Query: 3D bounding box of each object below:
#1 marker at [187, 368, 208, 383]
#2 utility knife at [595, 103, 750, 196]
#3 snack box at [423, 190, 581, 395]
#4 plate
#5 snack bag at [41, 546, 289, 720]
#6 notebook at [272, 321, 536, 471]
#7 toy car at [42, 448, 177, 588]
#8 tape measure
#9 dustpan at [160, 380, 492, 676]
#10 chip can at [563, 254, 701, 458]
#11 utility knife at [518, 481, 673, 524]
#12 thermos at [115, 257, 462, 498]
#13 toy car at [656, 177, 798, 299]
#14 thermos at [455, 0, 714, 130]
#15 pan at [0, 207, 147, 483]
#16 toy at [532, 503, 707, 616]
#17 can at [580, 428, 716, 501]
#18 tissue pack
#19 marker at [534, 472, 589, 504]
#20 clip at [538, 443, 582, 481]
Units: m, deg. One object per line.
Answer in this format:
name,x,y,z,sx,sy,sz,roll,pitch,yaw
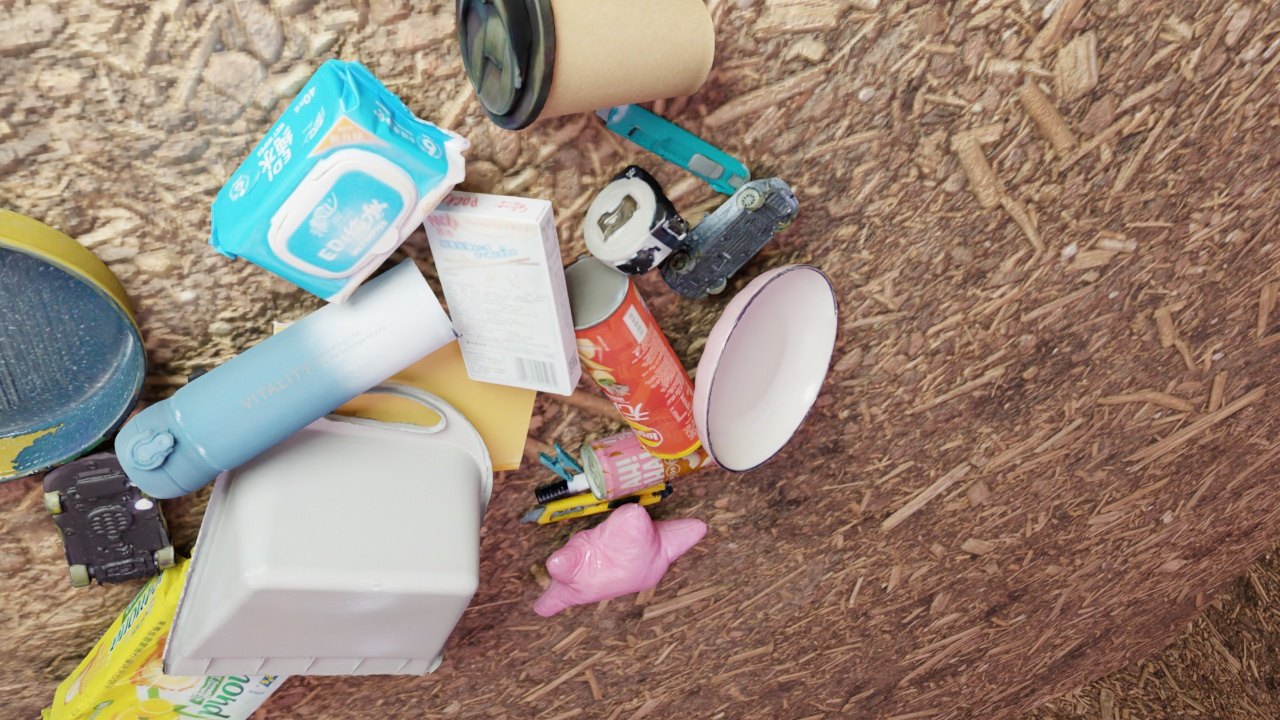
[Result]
marker,-0.292,0.047,0.668,0.018,0.015,0.124,-26,141,-9
utility knife,0.029,-0.148,0.650,0.160,0.013,0.029,17,123,-42
snack box,-0.092,-0.043,0.632,0.085,0.026,0.157,9,135,16
plate,0.105,0.004,0.805,0.191,0.039,0.193,-28,130,-39
snack bag,-0.385,0.251,0.795,0.247,0.068,0.158,-44,139,18
notebook,-0.176,0.034,0.704,0.206,0.010,0.146,-3,123,-30
toy car,-0.381,0.113,0.663,0.070,0.042,0.158,-8,138,-25
tape measure,-0.006,-0.095,0.646,0.066,0.065,0.033,-44,142,16
dustpan,-0.230,0.140,0.719,0.222,0.142,0.259,10,143,-29
chip can,-0.004,0.004,0.753,0.073,0.073,0.217,-31,142,2
utility knife,-0.042,0.147,0.934,0.173,0.015,0.033,-8,135,-24
thermos,-0.229,0.013,0.603,0.220,0.070,0.070,-32,143,-10
toy car,0.067,-0.096,0.712,0.121,0.036,0.054,-40,143,20
thermos,-0.031,-0.181,0.522,0.143,0.093,0.093,-12,140,-32
pan,-0.374,-0.048,0.458,0.197,0.078,0.358,-10,138,-23
toy,-0.016,0.201,0.964,0.194,0.074,0.179,-11,144,-27
can,0.021,0.086,0.871,0.147,0.058,0.058,-16,140,-16
tissue pack,-0.175,-0.100,0.535,0.140,0.063,0.090,-42,140,16
marker,-0.040,0.113,0.897,0.130,0.018,0.023,-18,166,-14
clip,-0.074,0.097,0.860,0.046,0.014,0.057,-36,140,6
